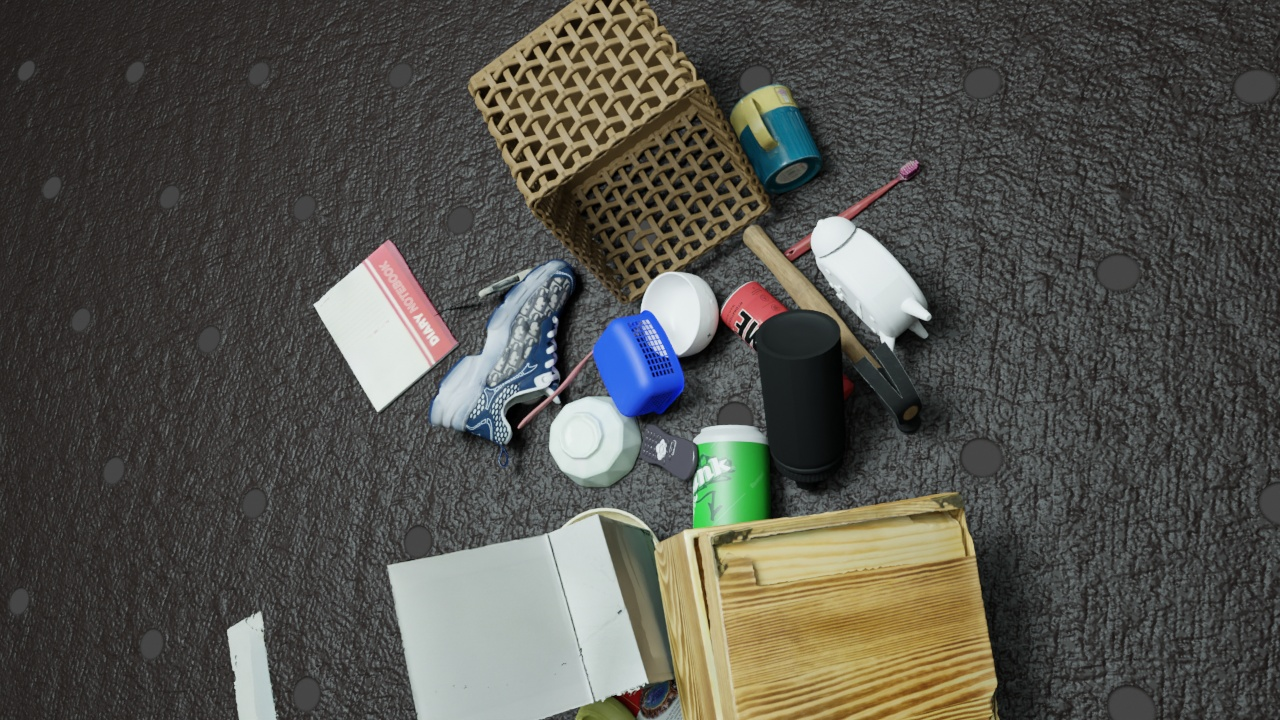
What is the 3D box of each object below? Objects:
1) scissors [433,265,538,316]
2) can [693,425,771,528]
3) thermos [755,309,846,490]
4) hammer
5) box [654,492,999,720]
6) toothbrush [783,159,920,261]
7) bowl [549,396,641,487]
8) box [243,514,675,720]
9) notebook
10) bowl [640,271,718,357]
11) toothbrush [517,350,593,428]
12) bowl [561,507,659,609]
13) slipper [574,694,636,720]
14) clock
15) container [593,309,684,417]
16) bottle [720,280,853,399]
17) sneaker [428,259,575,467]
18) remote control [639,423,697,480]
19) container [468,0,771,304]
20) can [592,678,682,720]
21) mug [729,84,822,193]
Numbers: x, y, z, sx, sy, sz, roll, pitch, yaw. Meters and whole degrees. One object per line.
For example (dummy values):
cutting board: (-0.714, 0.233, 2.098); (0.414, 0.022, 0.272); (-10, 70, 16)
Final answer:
scissors: (-0.200, -0.093, 1.225); (0.154, 0.163, 0.012); (-27, 97, -24)
can: (0.103, 0.148, 1.040); (0.088, 0.087, 0.139); (-4, 75, 19)
thermos: (0.177, 0.050, 0.991); (0.086, 0.199, 0.086); (-8, 37, 6)
hammer: (0.209, -0.052, 1.048); (0.040, 0.132, 0.305); (-38, 59, 4)
box: (0.179, 0.269, 0.875); (0.278, 0.168, 0.244); (-3, 75, -21)
toothbrush: (0.254, -0.180, 1.105); (0.190, 0.016, 0.016); (-35, 69, 9)
bowl: (-0.063, 0.096, 1.127); (0.118, 0.061, 0.117); (-5, 76, 19)
box: (-0.114, 0.236, 0.815); (0.119, 0.477, 0.166); (-34, 64, 32)
notebook: (-0.362, -0.052, 1.298); (0.153, 0.012, 0.208); (-40, 68, 6)
bowl: (0.053, -0.055, 1.115); (0.105, 0.054, 0.105); (4, 96, 48)
toothbrush: (-0.086, 0.022, 1.147); (0.016, 0.015, 0.184); (39, 71, 20)
bowl: (-0.031, 0.251, 1.069); (0.151, 0.075, 0.150); (-5, 74, 18)
slipper: (-0.060, 0.444, 0.993); (0.091, 0.081, 0.191); (33, 123, 19)
clock: (0.250, -0.081, 1.023); (0.073, 0.125, 0.161); (-41, 73, 6)
container: (-0.007, 0.006, 1.104); (0.114, 0.058, 0.096); (64, 145, 20)
bottle: (0.173, -0.016, 1.069); (0.062, 0.062, 0.176); (-46, 67, 4)
sneaker: (-0.145, 0.000, 1.172); (0.132, 0.103, 0.269); (34, 78, 1)
remote control: (0.032, 0.107, 1.075); (0.124, 0.009, 0.046); (17, 95, 62)
container: (-0.021, -0.252, 1.078); (0.220, 0.251, 0.214); (-33, 58, 9)
can: (0.018, 0.375, 1.013); (0.116, 0.086, 0.086); (29, 87, 24)
mug: (0.158, -0.271, 1.111); (0.083, 0.113, 0.107); (-27, 71, 24)
